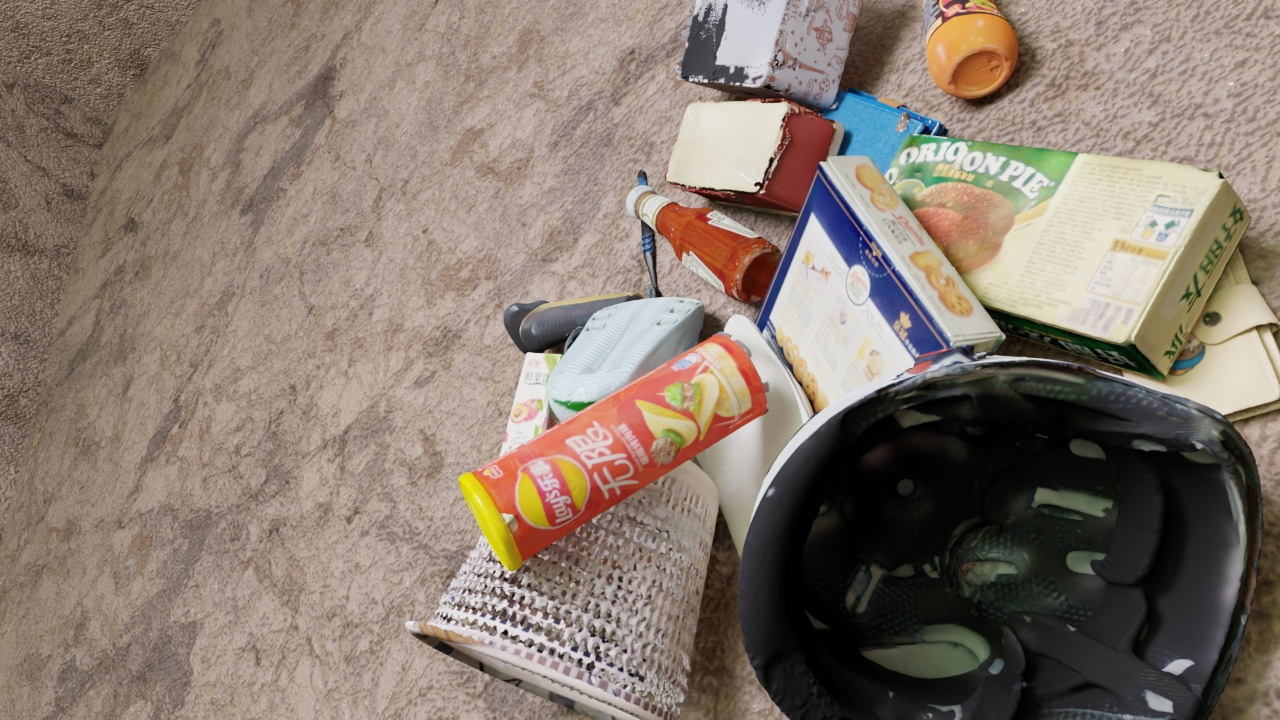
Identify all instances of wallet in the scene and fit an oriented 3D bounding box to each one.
[{"bbox_3d":[0.337,-0.015,0.560,0.087,0.024,0.115,-24,54,33],"label":"wallet"},{"bbox_3d":[0.182,-0.174,0.774,0.106,0.040,0.133,-54,36,10],"label":"wallet"}]

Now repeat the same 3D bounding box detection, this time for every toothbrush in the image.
[{"bbox_3d":[0.006,-0.126,0.940,0.014,0.016,0.189,-22,55,26],"label":"toothbrush"}]

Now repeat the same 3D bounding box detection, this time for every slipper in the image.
[{"bbox_3d":[-0.005,0.004,0.777,0.104,0.074,0.244,-7,19,19],"label":"slipper"}]

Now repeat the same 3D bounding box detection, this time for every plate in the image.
[{"bbox_3d":[0.094,0.063,0.707,0.164,0.034,0.164,108,149,-44],"label":"plate"}]

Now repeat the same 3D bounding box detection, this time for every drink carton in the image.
[{"bbox_3d":[-0.099,0.056,0.928,0.054,0.045,0.122,2,72,39],"label":"drink carton"}]

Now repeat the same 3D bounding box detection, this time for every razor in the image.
[{"bbox_3d":[-0.067,-0.045,0.950,0.168,0.062,0.067,-9,33,35],"label":"razor"}]

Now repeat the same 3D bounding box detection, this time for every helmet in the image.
[{"bbox_3d":[0.181,0.098,0.514,0.156,0.274,0.230,-101,10,-80],"label":"helmet"}]

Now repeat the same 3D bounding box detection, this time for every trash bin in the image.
[{"bbox_3d":[-0.037,0.164,0.713,0.228,0.227,0.191,-2,56,43],"label":"trash bin"}]

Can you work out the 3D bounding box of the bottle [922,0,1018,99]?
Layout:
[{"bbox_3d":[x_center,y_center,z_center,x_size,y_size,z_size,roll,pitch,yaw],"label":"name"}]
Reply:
[{"bbox_3d":[0.258,-0.279,0.743,0.067,0.066,0.149,-27,46,32],"label":"bottle"}]

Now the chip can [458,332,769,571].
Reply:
[{"bbox_3d":[-0.015,0.058,0.631,0.216,0.073,0.073,-30,39,-20],"label":"chip can"}]

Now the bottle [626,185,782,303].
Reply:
[{"bbox_3d":[0.051,-0.117,0.861,0.060,0.059,0.206,-57,43,7],"label":"bottle"}]

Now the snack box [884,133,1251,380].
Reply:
[{"bbox_3d":[0.256,-0.080,0.620,0.240,0.063,0.114,28,90,54],"label":"snack box"}]

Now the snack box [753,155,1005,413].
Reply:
[{"bbox_3d":[0.153,-0.017,0.649,0.183,0.045,0.177,107,149,-46],"label":"snack box"}]

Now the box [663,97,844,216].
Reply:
[{"bbox_3d":[0.089,-0.185,0.809,0.168,0.079,0.091,27,100,60],"label":"box"}]

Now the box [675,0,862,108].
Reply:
[{"bbox_3d":[0.149,-0.354,0.829,0.273,0.126,0.179,-55,31,1],"label":"box"}]

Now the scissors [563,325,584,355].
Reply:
[{"bbox_3d":[-0.043,0.053,0.892,0.136,0.014,0.174,-26,77,3],"label":"scissors"}]
